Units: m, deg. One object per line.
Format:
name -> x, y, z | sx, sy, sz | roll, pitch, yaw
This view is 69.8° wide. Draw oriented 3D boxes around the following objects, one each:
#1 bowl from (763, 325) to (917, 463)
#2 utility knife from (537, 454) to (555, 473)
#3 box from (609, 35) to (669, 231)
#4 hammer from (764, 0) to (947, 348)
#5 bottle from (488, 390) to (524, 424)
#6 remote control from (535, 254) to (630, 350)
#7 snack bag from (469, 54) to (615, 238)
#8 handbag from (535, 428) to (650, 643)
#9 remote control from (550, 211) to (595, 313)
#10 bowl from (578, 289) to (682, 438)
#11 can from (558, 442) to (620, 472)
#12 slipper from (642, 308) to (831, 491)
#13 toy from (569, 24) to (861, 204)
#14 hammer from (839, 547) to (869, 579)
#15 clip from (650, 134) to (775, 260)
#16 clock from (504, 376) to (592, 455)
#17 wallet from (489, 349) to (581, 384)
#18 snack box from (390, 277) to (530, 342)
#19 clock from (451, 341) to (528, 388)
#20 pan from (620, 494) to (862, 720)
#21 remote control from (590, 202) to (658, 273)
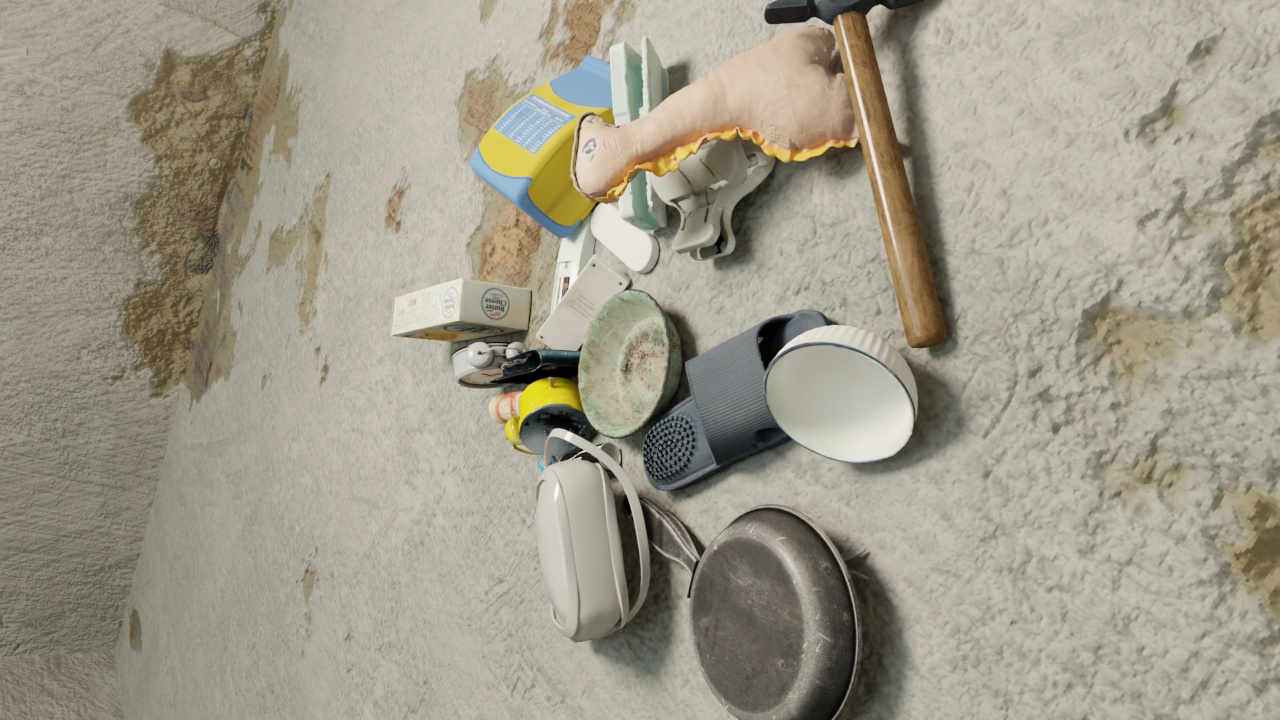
bowl -> 0.161, 0.017, 0.715 | 0.118, 0.118, 0.062 | -29, 18, 46
utility knife -> -0.087, 0.163, 1.061 | 0.178, 0.015, 0.031 | 53, 129, 42
box -> 0.002, -0.240, 0.986 | 0.083, 0.066, 0.198 | 82, -175, -79
hammer -> 0.190, -0.165, 0.727 | 0.129, 0.040, 0.321 | -12, 78, 8
bottle -> -0.147, 0.057, 1.137 | 0.109, 0.044, 0.044 | -9, 75, 52
remote control -> -0.068, -0.060, 1.059 | 0.136, 0.050, 0.011 | -50, 9, 33
snack bag -> -0.091, -0.271, 1.106 | 0.205, 0.102, 0.159 | -52, 42, 3
handbag -> -0.070, 0.188, 0.970 | 0.223, 0.095, 0.215 | 141, 122, -70
remote control -> -0.083, -0.108, 1.106 | 0.050, 0.024, 0.143 | 3, 84, 52
bowl -> -0.006, 0.006, 0.969 | 0.158, 0.038, 0.157 | -16, 70, 50
can -> -0.058, 0.113, 1.018 | 0.081, 0.031, 0.031 | -22, 65, 48
slipper -> 0.067, 0.045, 0.833 | 0.264, 0.082, 0.101 | -41, 54, 40
toy -> 0.068, -0.193, 0.803 | 0.264, 0.065, 0.196 | -29, 64, 6
hammer -> 0.131, 0.317, 0.733 | 0.147, 0.028, 0.316 | -22, 65, 50
clip -> 0.075, -0.171, 0.901 | 0.126, 0.096, 0.152 | -10, 87, 52
clock -> -0.105, 0.072, 1.045 | 0.119, 0.083, 0.057 | -53, 33, 31
wallet -> -0.110, 0.007, 1.063 | 0.115, 0.089, 0.026 | -15, 76, 49
snack box -> -0.246, -0.064, 1.243 | 0.208, 0.104, 0.057 | -6, 80, 51
clock -> -0.185, 0.004, 1.151 | 0.123, 0.094, 0.035 | 141, 125, -62
pan -> 0.061, 0.191, 0.816 | 0.357, 0.055, 0.187 | 25, 106, 54
remote control -> -0.020, -0.141, 1.041 | 0.136, 0.013, 0.043 | 46, 118, 47
